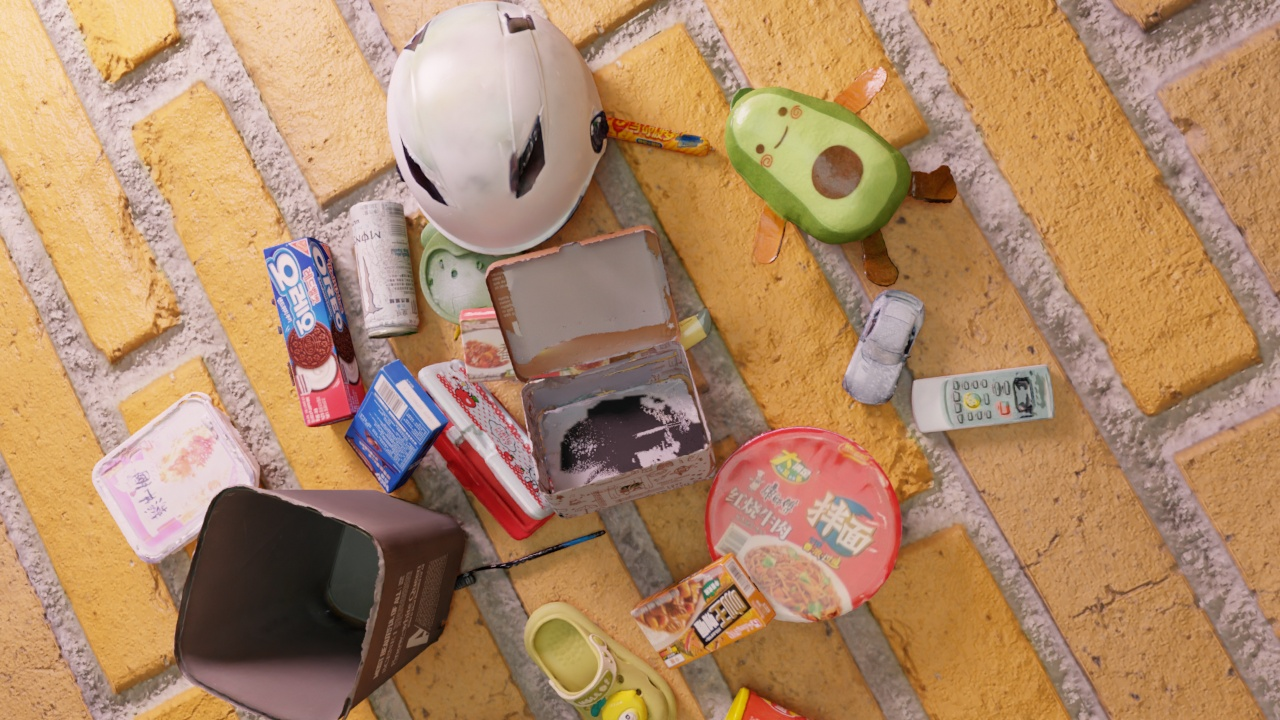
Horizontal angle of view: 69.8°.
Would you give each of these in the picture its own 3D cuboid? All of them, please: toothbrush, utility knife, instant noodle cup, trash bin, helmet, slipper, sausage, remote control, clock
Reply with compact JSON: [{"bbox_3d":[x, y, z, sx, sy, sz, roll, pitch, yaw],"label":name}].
[{"bbox_3d":[-0.125,0.219,1.005,0.190,0.014,0.016,-19,88,8],"label":"toothbrush"},{"bbox_3d":[-0.006,0.006,0.983,0.195,0.020,0.031,-32,92,4],"label":"utility knife"},{"bbox_3d":[-0.517,0.132,1.048,0.173,0.060,0.138,-36,84,9],"label":"instant noodle cup"},{"bbox_3d":[-0.300,0.228,0.923,0.199,0.219,0.199,16,92,16],"label":"trash bin"},{"bbox_3d":[-0.155,-0.251,0.919,0.229,0.146,0.258,-5,70,11],"label":"helmet"},{"bbox_3d":[-0.051,0.337,0.960,0.190,0.081,0.092,41,98,10],"label":"slipper"},{"bbox_3d":[0.001,-0.243,0.982,0.165,0.021,0.021,14,92,9],"label":"sausage"},{"bbox_3d":[0.343,0.039,0.925,0.135,0.019,0.056,-7,89,9],"label":"remote control"},{"bbox_3d":[-0.178,-0.110,0.994,0.116,0.056,0.161,-13,88,9],"label":"clock"},{"bbox_3d":[0.162,0.162,0.932,0.194,0.066,0.194,0,89,8],"label":"instant noodle cup"}]

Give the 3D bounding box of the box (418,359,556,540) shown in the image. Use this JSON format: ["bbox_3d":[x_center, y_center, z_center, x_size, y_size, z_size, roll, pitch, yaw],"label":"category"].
[{"bbox_3d":[-0.169,0.096,0.969,0.095,0.101,0.201,-42,83,6],"label":"box"}]

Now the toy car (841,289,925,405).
[{"bbox_3d":[0.248,-0.013,0.934,0.054,0.036,0.121,22,96,9],"label":"toy car"}]

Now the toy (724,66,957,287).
[{"bbox_3d":[0.186,-0.190,0.918,0.247,0.090,0.227,33,89,5],"label":"toy"}]

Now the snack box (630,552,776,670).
[{"bbox_3d":[0.060,0.256,0.930,0.154,0.026,0.075,-40,83,40],"label":"snack box"}]

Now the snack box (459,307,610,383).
[{"bbox_3d":[-0.109,-0.020,0.964,0.153,0.025,0.075,-4,117,-6],"label":"snack box"}]

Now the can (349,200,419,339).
[{"bbox_3d":[-0.281,-0.100,1.010,0.058,0.058,0.146,-8,88,9],"label":"can"}]

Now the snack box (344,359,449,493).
[{"bbox_3d":[-0.263,0.073,0.978,0.084,0.026,0.158,50,136,6],"label":"snack box"}]

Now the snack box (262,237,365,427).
[{"bbox_3d":[-0.362,-0.032,1.024,0.058,0.057,0.207,-15,87,6],"label":"snack box"}]

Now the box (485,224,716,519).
[{"bbox_3d":[-0.037,0.013,0.924,0.179,0.130,0.272,-15,88,0],"label":"box"}]

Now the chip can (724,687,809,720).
[{"bbox_3d":[0.188,0.407,0.923,0.217,0.073,0.073,22,93,9],"label":"chip can"}]
